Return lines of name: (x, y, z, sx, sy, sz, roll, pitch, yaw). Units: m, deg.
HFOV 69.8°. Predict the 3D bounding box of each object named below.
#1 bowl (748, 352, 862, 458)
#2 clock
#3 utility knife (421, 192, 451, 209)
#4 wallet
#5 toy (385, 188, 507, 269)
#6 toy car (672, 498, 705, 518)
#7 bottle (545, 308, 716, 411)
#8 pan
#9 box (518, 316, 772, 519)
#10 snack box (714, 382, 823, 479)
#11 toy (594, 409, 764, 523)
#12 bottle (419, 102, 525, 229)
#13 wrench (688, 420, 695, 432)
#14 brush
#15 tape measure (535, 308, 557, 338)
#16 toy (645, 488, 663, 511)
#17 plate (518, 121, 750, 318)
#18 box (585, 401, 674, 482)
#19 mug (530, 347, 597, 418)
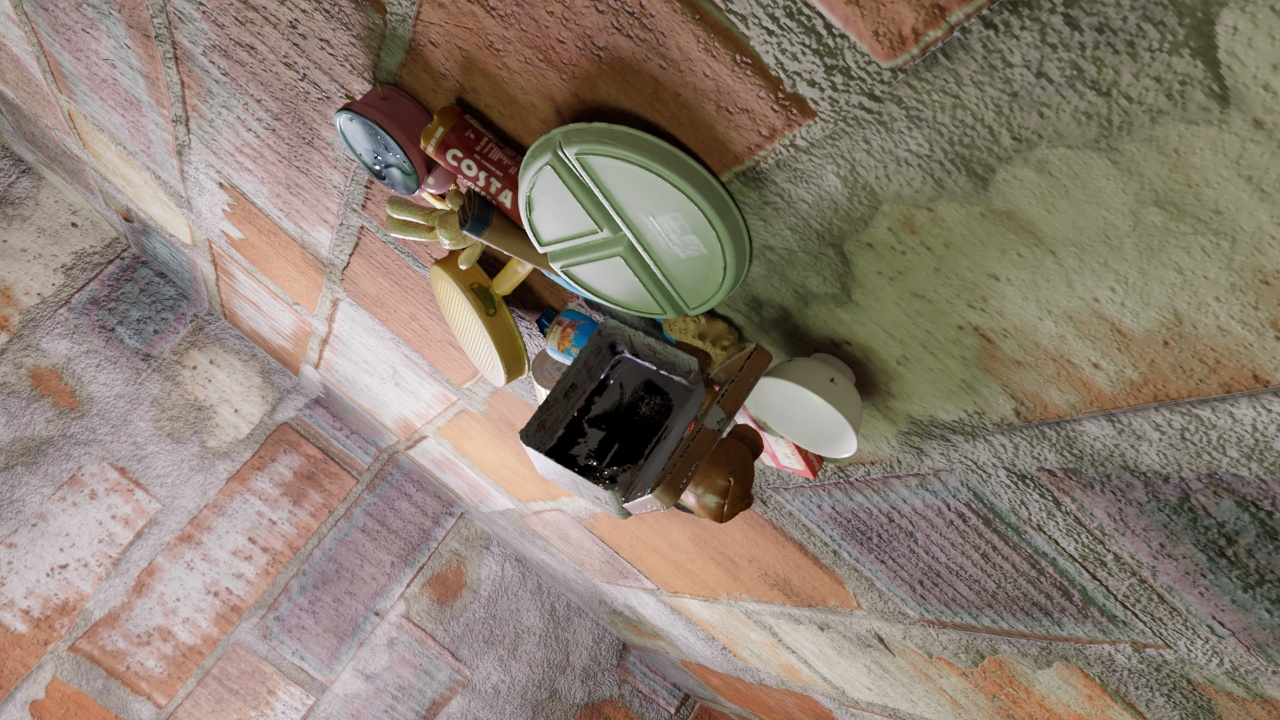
bowl: (0.170, 0.032, 0.879, 0.118, 0.064, 0.118, 32, 158, 14)
clock: (-0.260, -0.230, 1.011, 0.117, 0.059, 0.158, 7, 142, 49)
utility knife: (-0.279, -0.219, 1.114, 0.205, 0.021, 0.031, 35, 156, -13)
wallet: (-0.132, -0.135, 0.954, 0.115, 0.033, 0.090, 24, -154, -24)
toy: (-0.207, -0.153, 1.019, 0.157, 0.066, 0.105, 7, 131, 2)
toy car: (0.049, 0.194, 1.368, 0.070, 0.042, 0.158, 41, 171, -34)
bottle: (-0.006, 0.006, 1.085, 0.219, 0.065, 0.065, 24, 155, 16)
pan: (-0.182, -0.082, 1.167, 0.197, 0.078, 0.358, 57, 159, 3)
box: (0.010, 0.064, 0.921, 0.271, 0.179, 0.134, 8, 146, 51)
snack box: (0.148, 0.074, 1.046, 0.075, 0.025, 0.153, 12, 147, 45)
toy: (0.039, 0.105, 1.057, 0.200, 0.130, 0.140, 14, 119, 11)
bottle: (-0.136, -0.183, 0.921, 0.175, 0.057, 0.058, 38, 158, -2)
wrench: (0.040, 0.060, 1.190, 0.056, 0.016, 0.273, -5, 134, 52)
brush: (-0.005, -0.054, 0.982, 0.255, 0.045, 0.083, 25, 160, 13)
tape measure: (-0.110, -0.041, 1.204, 0.058, 0.025, 0.055, 43, 159, -5)
toy: (-0.019, 0.150, 1.348, 0.156, 0.049, 0.161, 61, 168, -4)
plate: (-0.012, -0.117, 0.840, 0.230, 0.027, 0.231, 18, 148, 12)
box: (-0.021, 0.107, 1.203, 0.091, 0.076, 0.169, 39, 143, -13)
mug: (-0.091, 0.040, 1.268, 0.114, 0.081, 0.106, 17, 151, 15)
